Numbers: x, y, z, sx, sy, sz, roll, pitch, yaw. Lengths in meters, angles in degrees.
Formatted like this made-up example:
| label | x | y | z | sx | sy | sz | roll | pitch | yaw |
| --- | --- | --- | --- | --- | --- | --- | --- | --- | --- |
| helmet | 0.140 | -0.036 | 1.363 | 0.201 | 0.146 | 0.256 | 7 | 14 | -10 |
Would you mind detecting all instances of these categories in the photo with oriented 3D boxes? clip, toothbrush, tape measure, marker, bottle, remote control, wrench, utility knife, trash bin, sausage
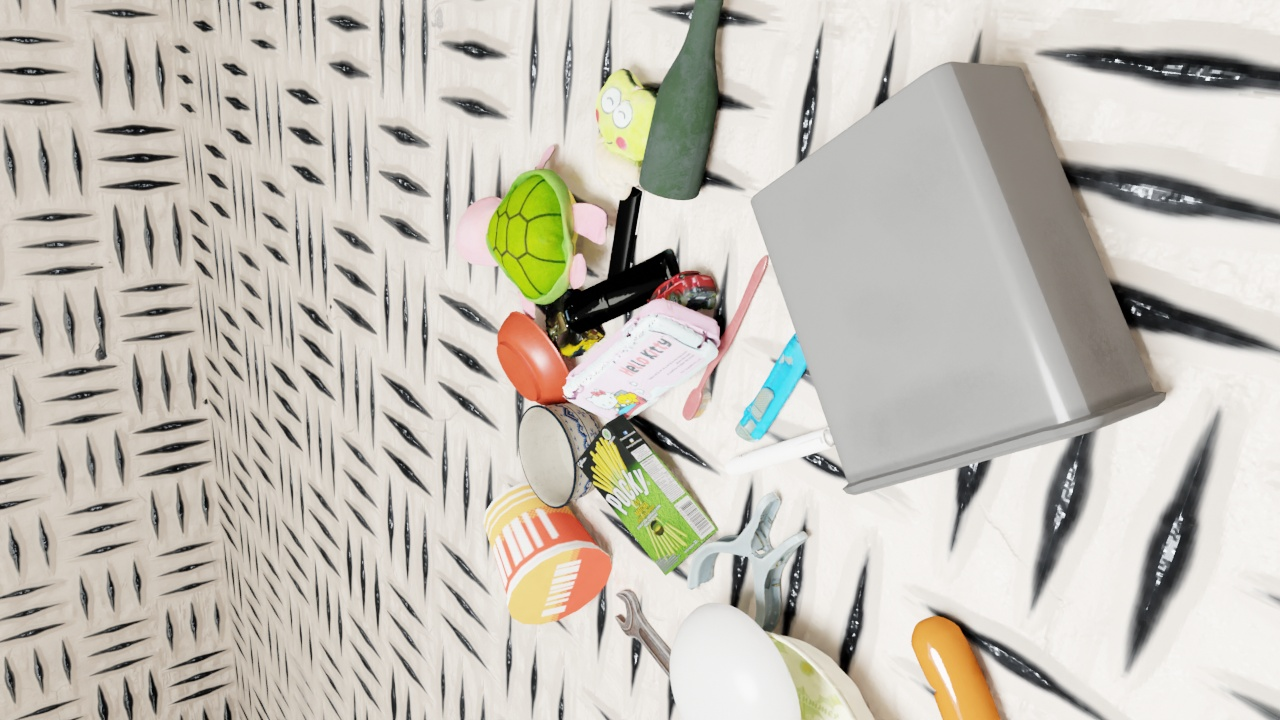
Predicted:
| label | x | y | z | sx | sy | sz | roll | pitch | yaw |
| --- | --- | --- | --- | --- | --- | --- | --- | --- | --- |
| clip | 0.082 | 0.173 | 0.850 | 0.143 | 0.029 | 0.172 | 43 | 130 | 35 |
| toothbrush | 0.077 | -0.017 | 0.819 | 0.015 | 0.015 | 0.185 | 49 | 132 | 33 |
| tape measure | -0.077 | -0.039 | 0.993 | 0.063 | 0.038 | 0.067 | -43 | 67 | 50 |
| marker | 0.116 | 0.080 | 0.786 | 0.134 | 0.020 | 0.017 | -28 | 79 | 52 |
| bottle | 0.041 | -0.225 | 0.771 | 0.055 | 0.055 | 0.174 | 39 | 127 | 41 |
| remote control | -0.018 | -0.114 | 0.915 | 0.028 | 0.011 | 0.124 | 37 | 127 | 41 |
| wrench | 0.052 | 0.343 | 0.953 | 0.273 | 0.010 | 0.070 | 43 | 131 | 38 |
| utility knife | 0.117 | 0.016 | 0.773 | 0.031 | 0.015 | 0.159 | 48 | 133 | 28 |
| trash bin | 0.189 | -0.044 | 0.593 | 0.192 | 0.097 | 0.219 | -30 | 74 | 52 |
| sausage | 0.238 | 0.266 | 0.660 | 0.045 | 0.039 | 0.164 | -28 | 78 | 52 |
| remote control | -0.021 | -0.066 | 0.906 | 0.152 | 0.020 | 0.041 | -22 | 80 | 39 |

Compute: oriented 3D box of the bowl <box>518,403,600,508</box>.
| label | x | y | z | sx | sy | sz | roll | pitch | yaw |
| --- | --- | --- | --- | --- | --- | --- | --- | --- | --- |
| bowl | -0.081 | 0.101 | 1.019 | 0.116 | 0.059 | 0.115 | 19 | 114 | 49 |

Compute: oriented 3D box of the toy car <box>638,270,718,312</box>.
| label | x | y | z | sx | sy | sz | roll | pitch | yaw |
| --- | --- | --- | --- | --- | --- | --- | --- | --- | --- |
| toy car | 0.031 | -0.052 | 0.843 | 0.091 | 0.042 | 0.036 | -39 | 61 | 49 |

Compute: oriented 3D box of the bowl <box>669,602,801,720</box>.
| label | x | y | z | sx | sy | sz | roll | pitch | yaw |
| --- | --- | --- | --- | --- | --- | --- | --- | --- | --- |
| bowl | 0.068 | 0.287 | 0.787 | 0.150 | 0.043 | 0.150 | 18 | 113 | 49 |

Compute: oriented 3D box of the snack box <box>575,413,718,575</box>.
| label | x | y | z | sx | sy | sz | roll | pitch | yaw |
| --- | --- | --- | --- | --- | --- | --- | --- | --- | --- |
| snack box | 0.004 | 0.134 | 0.916 | 0.147 | 0.025 | 0.080 | 50 | 137 | 13 |

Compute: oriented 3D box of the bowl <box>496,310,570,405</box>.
| label | x | y | z | sx | sy | sz | roll | pitch | yaw |
| --- | --- | --- | --- | --- | --- | --- | --- | --- | --- |
| bowl | -0.126 | 0.005 | 1.035 | 0.122 | 0.035 | 0.122 | 42 | 153 | 27 |

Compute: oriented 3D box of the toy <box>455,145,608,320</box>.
| label | x | y | z | sx | sy | sz | roll | pitch | yaw |
| --- | --- | --- | --- | --- | --- | --- | --- | --- | --- |
| toy | -0.117 | -0.134 | 0.977 | 0.238 | 0.087 | 0.190 | 21 | 109 | 49 |

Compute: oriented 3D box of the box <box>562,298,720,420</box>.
| label | x | y | z | sx | sy | sz | roll | pitch | yaw |
| --- | --- | --- | --- | --- | --- | --- | --- | --- | --- |
| box | -0.005 | 0.006 | 0.867 | 0.203 | 0.086 | 0.044 | -38 | 36 | 54 |

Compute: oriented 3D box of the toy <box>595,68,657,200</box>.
| label | x | y | z | sx | sy | sz | roll | pitch | yaw |
| --- | --- | --- | --- | --- | --- | --- | --- | --- | --- |
| toy | -0.014 | -0.207 | 0.856 | 0.092 | 0.046 | 0.115 | 50 | 137 | 35 |

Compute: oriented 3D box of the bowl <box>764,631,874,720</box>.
| label | x | y | z | sx | sy | sz | roll | pitch | yaw |
| --- | --- | --- | --- | --- | --- | --- | --- | --- | --- |
| bowl | 0.140 | 0.316 | 0.788 | 0.220 | 0.060 | 0.188 | -6 | 95 | 52 |

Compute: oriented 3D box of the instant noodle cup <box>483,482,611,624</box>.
| label | x | y | z | sx | sy | sz | roll | pitch | yaw |
| --- | --- | --- | --- | --- | --- | --- | --- | --- | --- |
| instant noodle cup | -0.116 | 0.215 | 1.057 | 0.121 | 0.123 | 0.124 | 53 | 137 | 41 |
